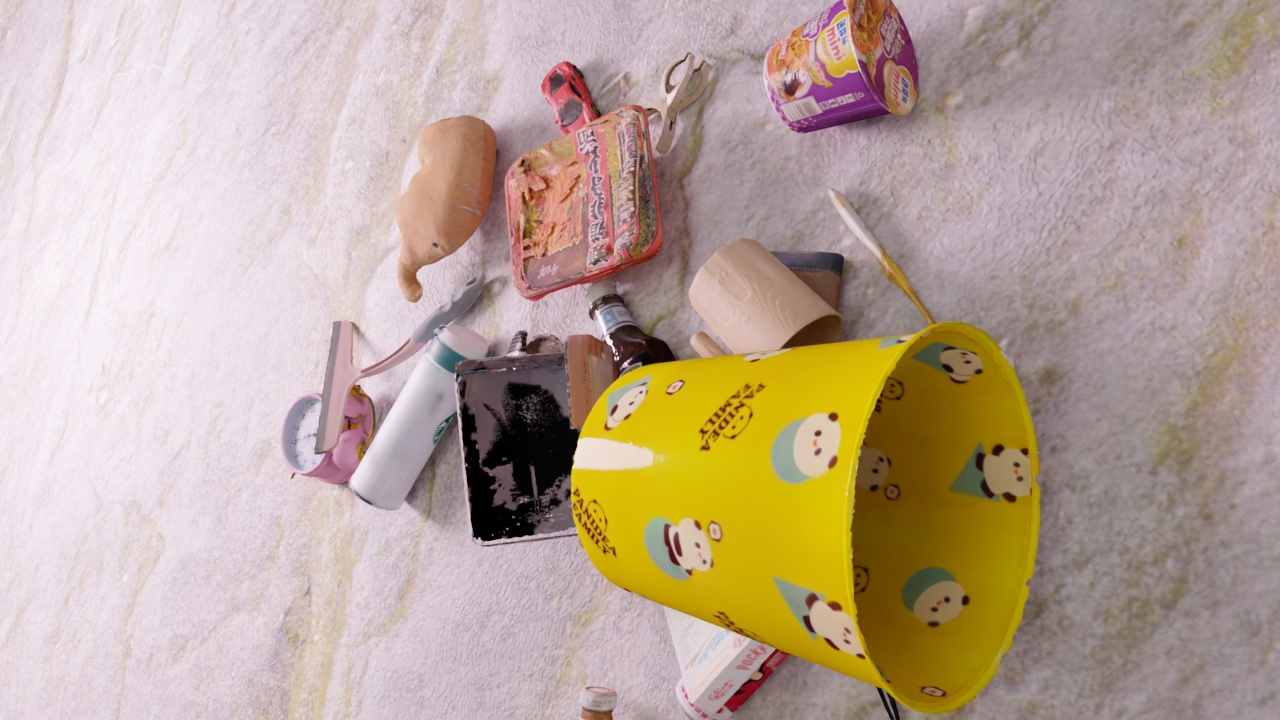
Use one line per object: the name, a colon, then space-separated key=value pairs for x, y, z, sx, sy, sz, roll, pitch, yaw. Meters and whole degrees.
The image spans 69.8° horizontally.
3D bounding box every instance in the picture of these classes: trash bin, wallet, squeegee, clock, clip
trash bin: x=0.102 y=0.092 z=0.633 sx=0.256 sy=0.229 sz=0.229 roll=0 pitch=80 yaw=47
wallet: x=0.131 y=-0.037 z=0.808 sx=0.090 sy=0.033 sz=0.115 roll=3 pitch=86 yaw=36
squeegee: x=-0.272 y=-0.026 z=1.087 sx=0.250 sy=0.040 sz=0.247 roll=-33 pitch=38 yaw=16
clock: x=-0.378 y=0.089 z=1.133 sx=0.159 sy=0.059 sz=0.117 roll=-18 pitch=70 yaw=30
clip: x=0.031 y=-0.266 z=0.931 sx=0.061 sy=0.034 sz=0.097 roll=51 pitch=119 yaw=31

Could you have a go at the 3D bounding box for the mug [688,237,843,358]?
mug: x=0.096 y=-0.025 z=0.772 sx=0.103 sy=0.084 sz=0.125 roll=49 pitch=137 yaw=28

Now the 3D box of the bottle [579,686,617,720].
bottle: x=-0.048 y=0.403 z=0.826 sx=0.060 sy=0.059 sz=0.206 roll=-1 pitch=79 yaw=36

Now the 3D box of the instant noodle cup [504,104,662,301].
instant noodle cup: x=-0.050 y=-0.151 z=0.933 sx=0.189 sy=0.079 sz=0.164 roll=-16 pitch=71 yaw=32

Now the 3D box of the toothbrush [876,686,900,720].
toothbrush: x=0.177 y=0.213 z=0.724 sx=0.026 sy=0.027 sz=0.212 roll=109 pitch=146 yaw=-62

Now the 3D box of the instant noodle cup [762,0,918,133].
instant noodle cup: x=0.168 y=-0.250 z=0.785 sx=0.099 sy=0.111 sz=0.111 roll=-11 pitch=74 yaw=44

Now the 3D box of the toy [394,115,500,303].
toy: x=-0.232 y=-0.178 z=1.065 sx=0.144 sy=0.082 sz=0.226 roll=8 pitch=79 yaw=49

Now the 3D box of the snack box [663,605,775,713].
snack box: x=0.060 y=0.203 z=0.761 sx=0.085 sy=0.027 sz=0.156 roll=-52 pitch=24 yaw=15

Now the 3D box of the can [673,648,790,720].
can: x=0.086 y=0.245 z=0.764 sx=0.133 sy=0.053 sz=0.053 roll=-52 pitch=56 yaw=16

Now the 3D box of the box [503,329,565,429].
box: x=-0.109 y=0.052 z=0.960 sx=0.075 sy=0.080 sz=0.163 roll=158 pitch=115 yaw=-65

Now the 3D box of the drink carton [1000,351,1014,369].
drink carton: x=0.250 y=0.054 z=0.686 sx=0.046 sy=0.053 sz=0.122 roll=-3 pitch=78 yaw=40

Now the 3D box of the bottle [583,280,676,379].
bottle: x=-0.005 y=0.005 z=0.889 sx=0.080 sy=0.044 sz=0.194 roll=-46 pitch=56 yaw=31

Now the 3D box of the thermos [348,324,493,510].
thermos: x=-0.246 y=0.063 z=1.039 sx=0.073 sy=0.073 sz=0.224 roll=41 pitch=104 yaw=35

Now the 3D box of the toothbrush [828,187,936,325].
toothbrush: x=0.206 y=-0.076 z=0.771 sx=0.018 sy=0.016 sz=0.191 roll=-46 pitch=58 yaw=30

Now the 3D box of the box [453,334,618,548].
box: x=-0.082 y=0.078 z=0.819 sx=0.192 sy=0.156 sz=0.183 roll=138 pitch=125 yaw=-77

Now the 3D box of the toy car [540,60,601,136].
toy car: x=-0.077 y=-0.283 z=1.012 sx=0.049 sy=0.031 sz=0.106 roll=-36 pitch=63 yaw=26
